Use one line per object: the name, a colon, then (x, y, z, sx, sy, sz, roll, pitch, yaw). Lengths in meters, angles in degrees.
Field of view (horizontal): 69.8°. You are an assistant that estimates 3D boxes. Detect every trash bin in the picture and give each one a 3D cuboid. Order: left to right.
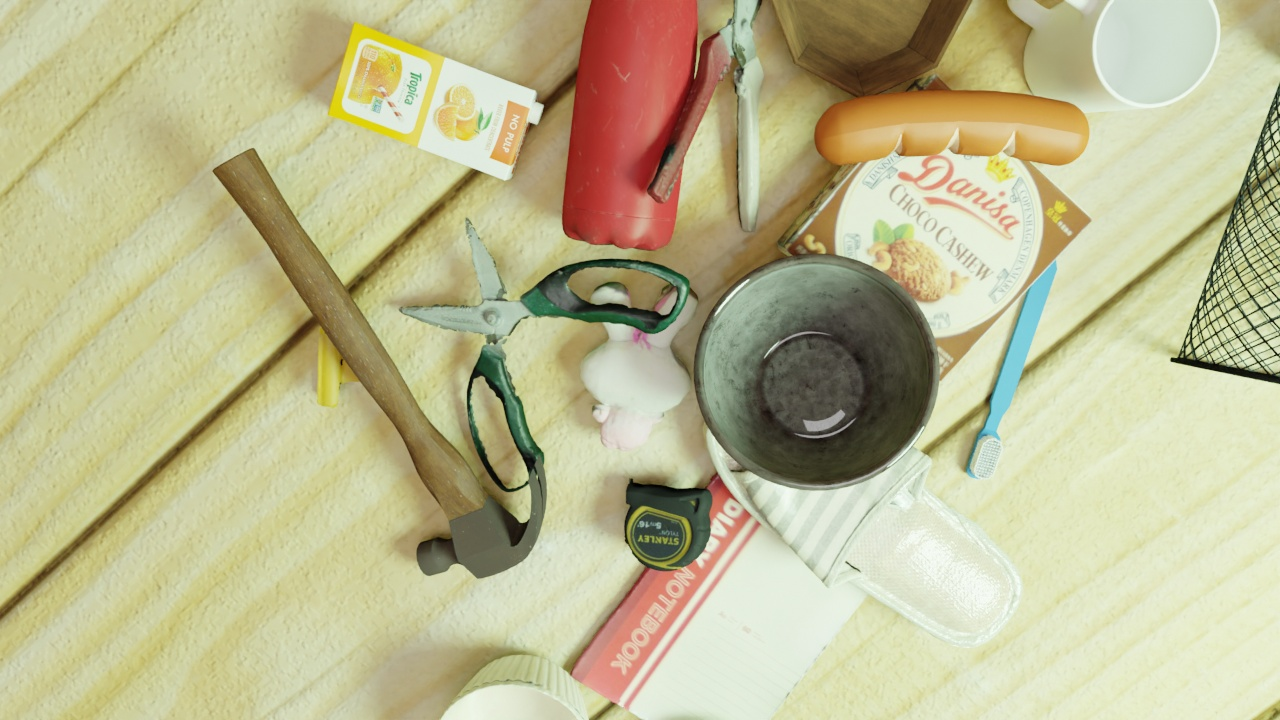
trash bin: (0.453, -0.081, 0.558, 0.184, 0.184, 0.210, 10, 97, -4)

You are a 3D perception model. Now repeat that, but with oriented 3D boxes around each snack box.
snack box: (0.193, -0.086, 0.612, 0.143, 0.041, 0.147, 39, 100, -9)

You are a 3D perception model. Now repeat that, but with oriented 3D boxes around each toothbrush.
toothbrush: (0.265, 0.007, 0.650, 0.016, 0.014, 0.167, 13, 102, -5)

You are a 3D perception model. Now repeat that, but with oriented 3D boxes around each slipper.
slipper: (0.161, 0.108, 0.646, 0.272, 0.054, 0.114, 40, 95, -8)

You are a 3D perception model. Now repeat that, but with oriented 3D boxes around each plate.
plate: (0.143, -0.234, 0.580, 0.131, 0.025, 0.131, -1, 105, -5)

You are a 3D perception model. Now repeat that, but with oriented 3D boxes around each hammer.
hammer: (-0.169, 0.011, 0.603, 0.115, 0.033, 0.323, -23, 110, 18)

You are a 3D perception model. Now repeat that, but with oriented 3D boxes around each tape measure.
tape measure: (0.019, 0.118, 0.651, 0.062, 0.034, 0.061, 6, 89, 19)

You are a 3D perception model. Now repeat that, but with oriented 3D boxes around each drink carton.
drink carton: (-0.126, -0.162, 0.585, 0.122, 0.040, 0.058, 19, 102, -6)

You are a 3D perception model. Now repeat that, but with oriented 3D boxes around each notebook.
notebook: (0.065, 0.195, 0.690, 0.153, 0.012, 0.209, 33, 100, -8)

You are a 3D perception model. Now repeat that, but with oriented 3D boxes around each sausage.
sausage: (0.188, -0.141, 0.556, 0.164, 0.039, 0.044, 0, 100, -1)

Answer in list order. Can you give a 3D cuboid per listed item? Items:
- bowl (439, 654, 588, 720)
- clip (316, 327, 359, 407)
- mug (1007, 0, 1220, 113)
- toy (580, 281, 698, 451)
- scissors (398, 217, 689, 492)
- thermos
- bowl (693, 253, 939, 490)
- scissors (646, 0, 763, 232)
bowl: (-0.089, 0.268, 0.673, 0.115, 0.062, 0.115, 1, 107, 2)
clip: (-0.202, 0.005, 0.630, 0.048, 0.046, 0.054, 11, 102, 21)
mug: (0.276, -0.201, 0.562, 0.110, 0.090, 0.074, 32, 100, -9)
toy: (-0.004, 0.004, 0.630, 0.079, 0.038, 0.123, 8, 101, -12)
scissors: (-0.066, 0.004, 0.615, 0.202, 0.015, 0.205, 4, 113, 14)
thermos: (-0.001, -0.191, 0.566, 0.073, 0.073, 0.240, 7, 103, -3)
bowl: (0.110, 0.012, 0.583, 0.145, 0.067, 0.145, -2, 79, 10)
scissors: (0.057, -0.164, 0.577, 0.198, 0.015, 0.179, -55, 139, -26)
